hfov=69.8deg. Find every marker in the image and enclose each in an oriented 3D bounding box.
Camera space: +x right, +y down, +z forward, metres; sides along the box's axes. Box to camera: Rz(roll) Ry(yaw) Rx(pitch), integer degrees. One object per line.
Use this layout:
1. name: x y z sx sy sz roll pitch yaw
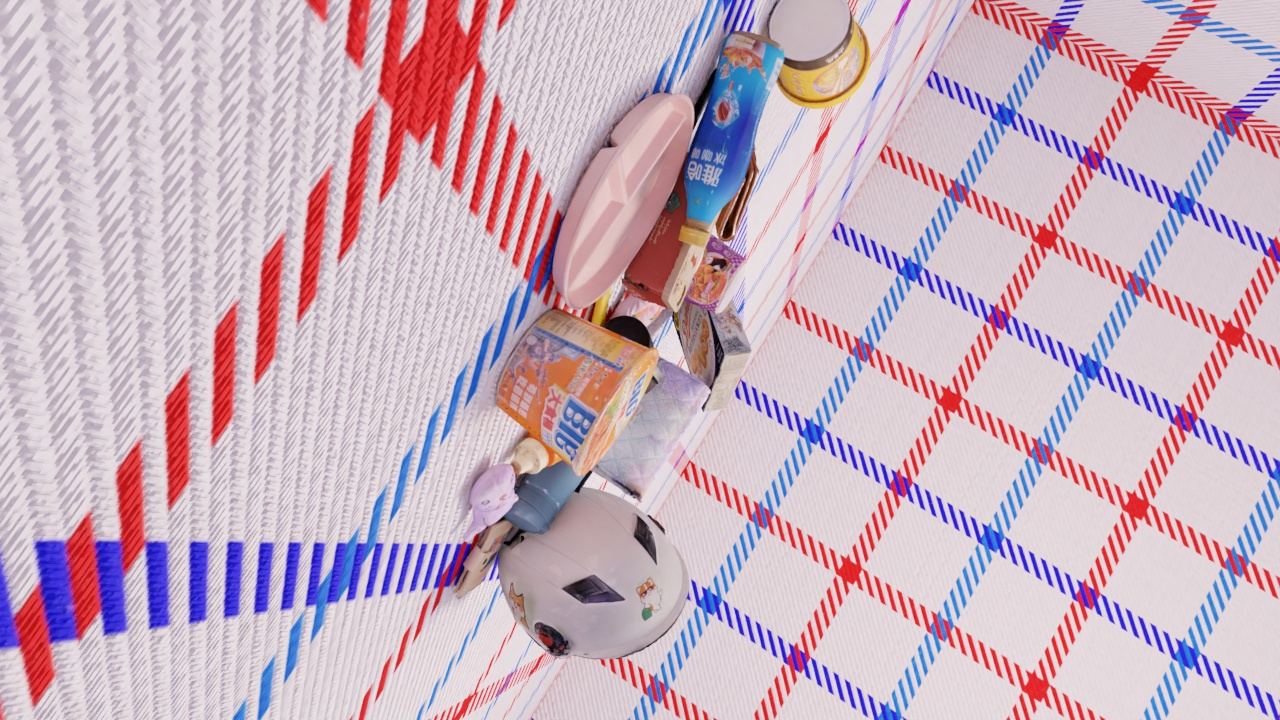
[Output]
1. marker: 0.057 -0.255 0.978 0.124 0.015 0.018 -62 169 8

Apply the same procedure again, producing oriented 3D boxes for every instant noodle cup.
1. instant noodle cup: -0.067 0.025 0.927 0.151 0.111 0.151 -55 168 -17
2. instant noodle cup: 0.085 -0.122 1.245 0.111 0.099 0.112 -55 167 -20
3. instant noodle cup: 0.205 -0.373 1.078 0.118 0.118 0.114 -60 160 5

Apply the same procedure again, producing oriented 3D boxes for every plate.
1. plate: -0.018 -0.154 0.885 0.229 0.028 0.230 -56 169 -18

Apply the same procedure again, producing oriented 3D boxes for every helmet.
1. helmet: -0.080 0.257 1.214 0.229 0.274 0.157 -42 125 -28

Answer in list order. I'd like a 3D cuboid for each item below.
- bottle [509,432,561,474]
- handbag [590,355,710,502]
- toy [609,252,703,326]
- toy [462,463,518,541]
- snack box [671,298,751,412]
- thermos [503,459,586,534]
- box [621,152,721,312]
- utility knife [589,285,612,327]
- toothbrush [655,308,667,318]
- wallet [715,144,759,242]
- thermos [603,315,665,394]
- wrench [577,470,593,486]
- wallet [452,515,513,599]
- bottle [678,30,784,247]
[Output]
1. bottle: -0.103 0.093 1.103 0.149 0.067 0.067 -36 156 -45
2. handbag: -0.004 0.088 1.319 0.193 0.134 0.075 -57 170 -11
3. toy: 0.024 -0.101 1.149 0.160 0.054 0.121 -55 160 15
4. toy: -0.167 0.153 1.023 0.083 0.039 0.108 -41 163 -31
5. snack box: 0.101 -0.042 1.364 0.045 0.182 0.178 -11 153 -13
6. thermos: -0.095 0.126 1.189 0.219 0.070 0.070 -53 168 -30
7. box: 0.035 -0.148 1.041 0.091 0.076 0.168 40 74 -78
8. utility knife: -0.049 -0.050 1.058 0.181 0.015 0.033 107 5 -51
9. toothbrush: 0.019 -0.066 1.312 0.021 0.029 0.188 -19 -171 26
10. wallet: 0.113 -0.226 1.126 0.131 0.031 0.108 -93 -162 -47
11. thermos: -0.007 0.007 1.160 0.068 0.090 0.242 -40 172 -4
12. wrench: -0.071 0.142 1.403 0.016 0.056 0.273 24 102 -44
13. wallet: -0.199 0.245 1.174 0.115 0.024 0.087 -60 174 12
14. bottle: 0.087 -0.226 0.957 0.065 0.065 0.219 -19 129 -73
